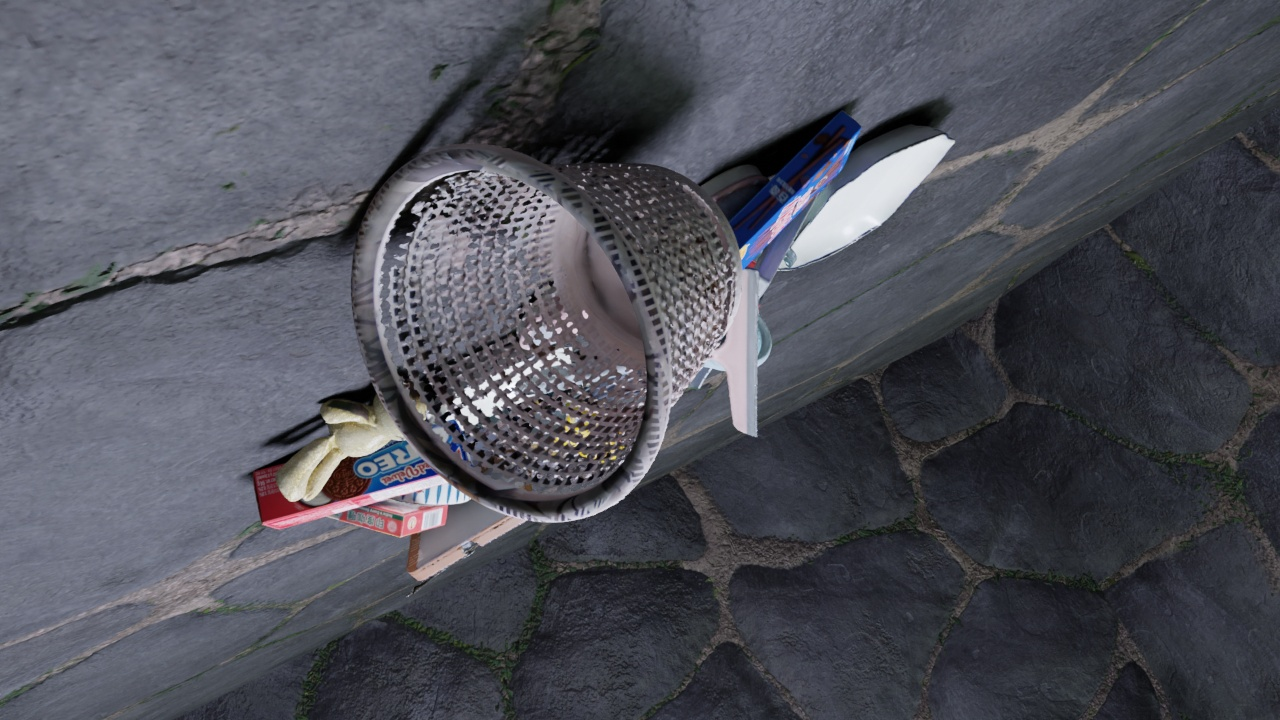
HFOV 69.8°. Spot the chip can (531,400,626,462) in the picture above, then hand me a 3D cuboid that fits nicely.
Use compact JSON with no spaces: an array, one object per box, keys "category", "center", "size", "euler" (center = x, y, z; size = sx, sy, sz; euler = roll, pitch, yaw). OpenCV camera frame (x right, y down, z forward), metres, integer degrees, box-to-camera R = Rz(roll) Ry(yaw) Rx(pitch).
[{"category":"chip can","center":[-0.087,0.091,1.230],"size":[0.072,0.072,0.213],"euler":[-31,160,11]}]

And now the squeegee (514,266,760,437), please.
[{"category":"squeegee","center":[-0.006,0.005,0.935],"size":[0.249,0.040,0.248],"euler":[-8,138,-1]}]

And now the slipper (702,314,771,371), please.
[{"category":"slipper","center":[0.080,-0.046,1.039],"size":[0.074,0.104,0.244],"euler":[-31,161,33]}]

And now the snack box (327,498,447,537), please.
[{"category":"snack box","center":[-0.297,0.157,1.001],"size":[0.156,0.027,0.077],"euler":[9,-175,24]}]

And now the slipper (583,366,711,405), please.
[{"category":"slipper","center":[0.047,0.013,1.255],"size":[0.268,0.083,0.110],"euler":[-29,168,15]}]

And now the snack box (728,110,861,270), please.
[{"category":"snack box","center":[0.126,-0.142,0.806],"size":[0.157,0.026,0.084],"euler":[-45,170,-8]}]

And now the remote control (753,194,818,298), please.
[{"category":"remote control","center":[0.138,-0.117,0.895],"size":[0.134,0.019,0.056],"euler":[-60,-178,-22]}]

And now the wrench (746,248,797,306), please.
[{"category":"wrench","center":[0.139,-0.101,1.076],"size":[0.016,0.056,0.273],"euler":[-51,175,-7]}]

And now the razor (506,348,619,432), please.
[{"category":"razor","center":[-0.086,0.023,1.092],"size":[0.167,0.062,0.068],"euler":[-31,-160,-16]}]

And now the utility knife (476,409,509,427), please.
[{"category":"utility knife","center":[-0.104,0.033,1.125],"size":[0.216,0.034,0.018],"euler":[-24,158,-9]}]

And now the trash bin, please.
[{"category":"trash bin","center":[-0.037,-0.038,0.596],"size":[0.228,0.227,0.191],"euler":[-37,178,37]}]

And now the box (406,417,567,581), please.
[{"category":"box","center":[-0.204,0.159,1.188],"size":[0.179,0.125,0.273],"euler":[-31,-170,13]}]

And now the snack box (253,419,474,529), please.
[{"category":"snack box","center":[-0.276,0.115,0.929],"size":[0.207,0.057,0.058],"euler":[-14,165,-8]}]

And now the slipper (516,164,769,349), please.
[{"category":"slipper","center":[0.005,-0.079,0.834],"size":[0.275,0.054,0.114],"euler":[-34,167,15]}]

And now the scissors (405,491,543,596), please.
[{"category":"scissors","center":[-0.204,0.230,1.172],"size":[0.197,0.015,0.205],"euler":[-30,-175,11]}]

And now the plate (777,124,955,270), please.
[{"category":"plate","center":[0.229,-0.175,0.990],"size":[0.161,0.034,0.266],"euler":[-25,168,-15]}]

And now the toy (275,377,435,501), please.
[{"category":"toy","center":[-0.265,0.074,0.847],"size":[0.157,0.066,0.105],"euler":[-37,151,3]}]

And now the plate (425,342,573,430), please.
[{"category":"plate","center":[-0.150,0.022,0.962],"size":[0.163,0.034,0.164],"euler":[-25,168,-14]}]

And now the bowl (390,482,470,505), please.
[{"category":"bowl","center":[-0.241,0.115,1.021],"size":[0.116,0.066,0.116],"euler":[10,-176,-1]}]
